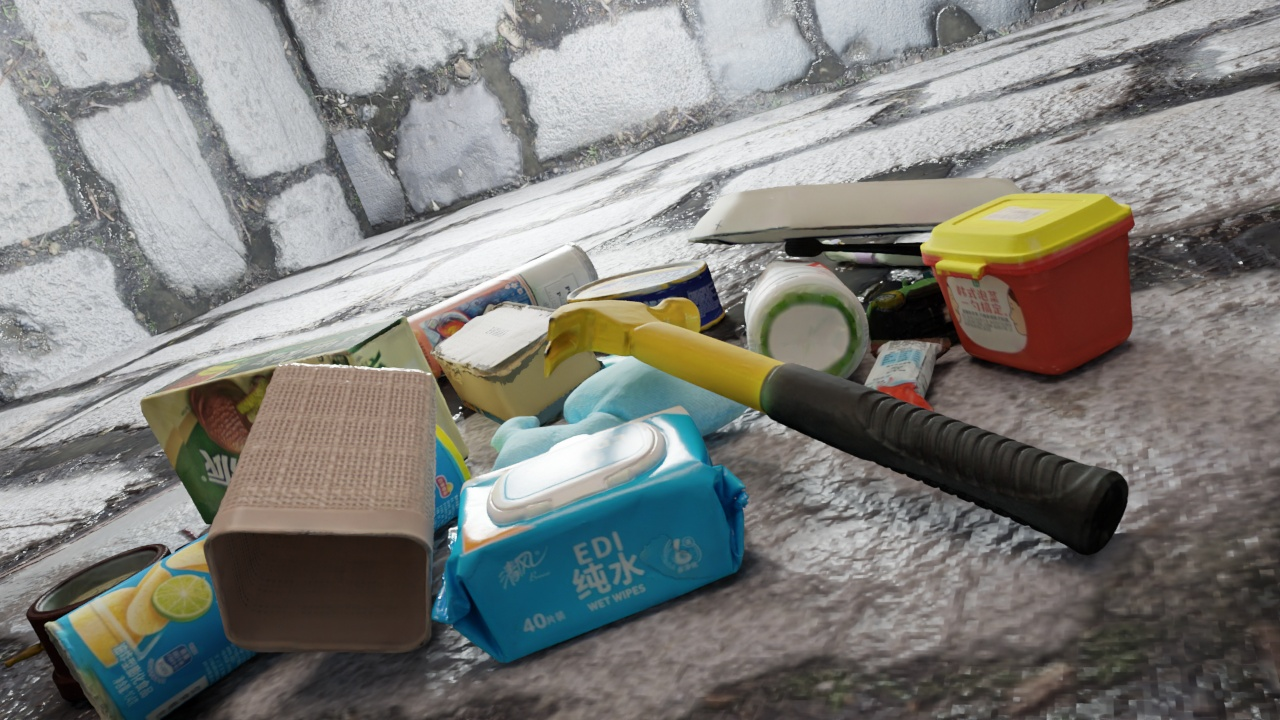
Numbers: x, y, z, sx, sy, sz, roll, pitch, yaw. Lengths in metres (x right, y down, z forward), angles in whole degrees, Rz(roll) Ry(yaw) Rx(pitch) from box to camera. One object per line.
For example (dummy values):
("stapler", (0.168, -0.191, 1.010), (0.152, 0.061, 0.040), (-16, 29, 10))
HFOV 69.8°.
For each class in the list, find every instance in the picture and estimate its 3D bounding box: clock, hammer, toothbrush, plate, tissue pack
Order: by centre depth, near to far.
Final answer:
("tissue pack", (-0.024, 0.073, 0.418), (0.140, 0.063, 0.090), (-20, 17, -1))
("hammer", (0.066, 0.015, 0.426), (0.128, 0.033, 0.301), (-6, 19, -41))
("clock", (-0.291, 0.141, 0.529), (0.082, 0.055, 0.121), (-14, 16, 20))
("toothbrush", (0.190, -0.077, 0.637), (0.181, 0.015, 0.018), (1, -1, 3))
("plate", (0.167, -0.111, 0.685), (0.265, 0.034, 0.162), (-4, 5, -9))
("toothbrush", (0.211, -0.084, 0.724), (0.190, 0.029, 0.020), (15, 81, 61))

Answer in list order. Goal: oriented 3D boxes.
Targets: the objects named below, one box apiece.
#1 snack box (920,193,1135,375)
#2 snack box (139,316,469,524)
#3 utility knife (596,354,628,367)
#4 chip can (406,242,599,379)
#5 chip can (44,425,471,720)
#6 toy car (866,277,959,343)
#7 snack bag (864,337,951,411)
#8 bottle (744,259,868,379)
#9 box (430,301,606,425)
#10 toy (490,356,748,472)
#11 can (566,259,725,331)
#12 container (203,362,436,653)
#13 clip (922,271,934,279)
("snack box", (0.204, -0.040, 0.483), (0.082, 0.080, 0.091), (-23, 17, -14))
("snack box", (-0.249, 0.049, 0.668), (0.241, 0.114, 0.063), (-10, 20, 30))
("utility knife", (-0.004, 0.004, 0.701), (0.029, 0.013, 0.216), (-39, 25, -30))
("chip can", (-0.147, -0.048, 0.932), (0.214, 0.071, 0.071), (-28, 18, -24))
("chip can", (-0.193, 0.107, 0.494), (0.209, 0.071, 0.071), (-33, 21, -37))
("toy car", (0.178, -0.031, 0.551), (0.091, 0.043, 0.036), (-20, 19, -3))
("snack bag", (0.139, 0.011, 0.491), (0.048, 0.026, 0.104), (-4, 21, 23))
("bottle", (0.102, -0.034, 0.601), (0.068, 0.068, 0.196), (-17, 11, 9))
("box", (-0.099, 0.001, 0.728), (0.089, 0.061, 0.184), (-35, 23, -17))
("toy", (-0.007, 0.031, 0.551), (0.162, 0.050, 0.155), (-3, 30, 22))
("can", (0.002, -0.048, 0.797), (0.148, 0.049, 0.074), (-6, 21, 41))
("container", (-0.140, 0.066, 0.434), (0.090, 0.090, 0.110), (3, 41, -9))
("clip", (0.211, -0.053, 0.635), (0.042, 0.014, 0.056), (-17, 19, 11))
